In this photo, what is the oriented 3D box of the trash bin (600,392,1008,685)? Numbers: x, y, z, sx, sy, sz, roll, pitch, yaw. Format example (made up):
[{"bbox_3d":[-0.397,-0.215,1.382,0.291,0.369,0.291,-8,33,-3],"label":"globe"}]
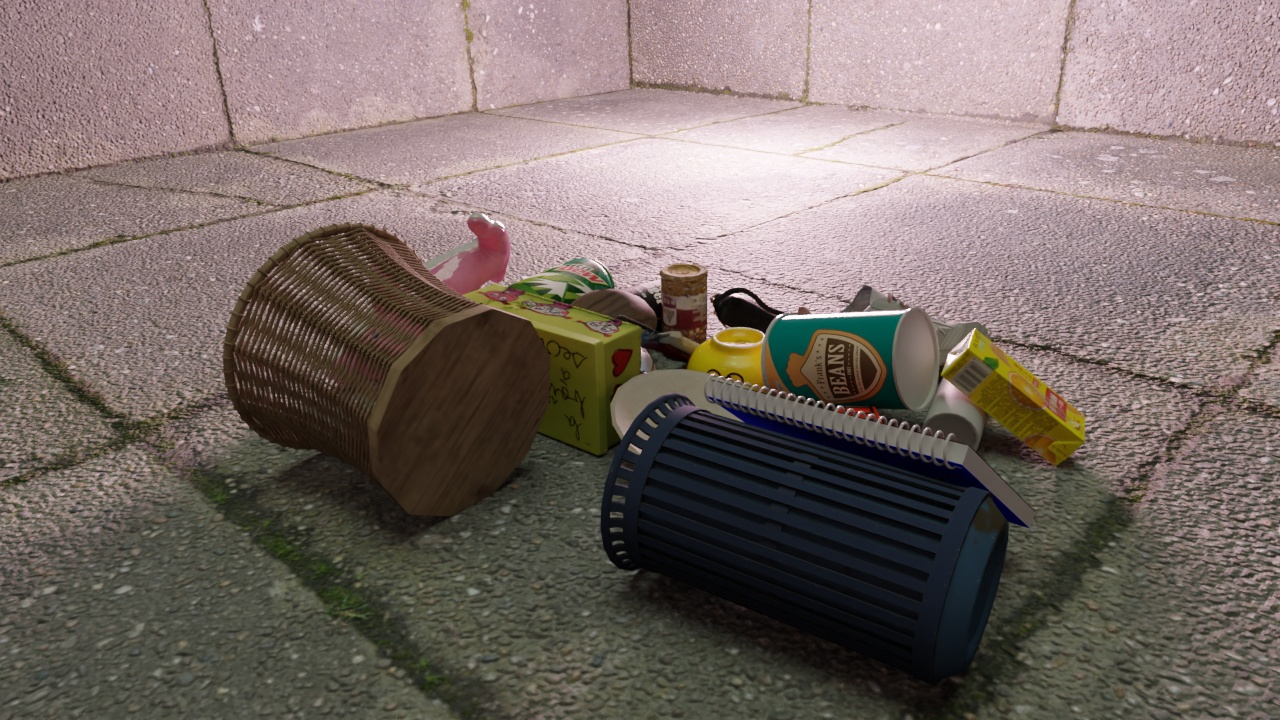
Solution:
[{"bbox_3d":[0.113,0.120,0.639,0.250,0.139,0.139,15,28,30],"label":"trash bin"}]

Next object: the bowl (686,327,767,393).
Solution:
[{"bbox_3d":[0.106,0.005,0.991,0.117,0.068,0.117,-2,23,1],"label":"bowl"}]

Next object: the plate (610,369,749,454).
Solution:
[{"bbox_3d":[0.062,0.072,0.850,0.188,0.027,0.188,12,31,-7],"label":"plate"}]

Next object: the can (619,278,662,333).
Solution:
[{"bbox_3d":[0.014,-0.063,1.149,0.128,0.072,0.072,-18,28,-34],"label":"can"}]

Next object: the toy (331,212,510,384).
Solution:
[{"bbox_3d":[-0.234,-0.049,1.065,0.128,0.187,0.265,40,73,15],"label":"toy"}]

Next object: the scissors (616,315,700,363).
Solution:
[{"bbox_3d":[0.019,-0.021,0.999,0.188,0.015,0.140,5,-17,-28],"label":"scissors"}]

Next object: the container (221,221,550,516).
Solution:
[{"bbox_3d":[-0.216,0.013,0.820,0.196,0.227,0.226,25,34,33],"label":"container"}]

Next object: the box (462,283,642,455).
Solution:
[{"bbox_3d":[-0.101,0.003,0.943,0.221,0.124,0.079,21,32,37],"label":"box"}]

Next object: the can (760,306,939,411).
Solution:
[{"bbox_3d":[0.208,0.000,0.914,0.144,0.099,0.099,-1,19,41],"label":"can"}]

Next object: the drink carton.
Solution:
[{"bbox_3d":[0.352,0.033,0.862,0.134,0.043,0.058,40,33,6],"label":"drink carton"}]

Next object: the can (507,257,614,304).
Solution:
[{"bbox_3d":[-0.104,-0.078,1.176,0.083,0.083,0.143,14,28,32],"label":"can"}]

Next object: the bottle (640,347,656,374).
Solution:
[{"bbox_3d":[-0.006,0.006,1.029,0.041,0.041,0.116,-6,24,-10],"label":"bottle"}]

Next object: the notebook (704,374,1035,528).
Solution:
[{"bbox_3d":[0.172,0.069,0.700,0.209,0.022,0.171,14,-13,42],"label":"notebook"}]

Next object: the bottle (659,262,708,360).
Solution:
[{"bbox_3d":[0.052,-0.058,1.093,0.056,0.105,0.056,-1,23,0],"label":"bottle"}]

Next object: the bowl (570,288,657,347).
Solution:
[{"bbox_3d":[-0.042,-0.050,1.041,0.119,0.032,0.119,-6,39,5],"label":"bowl"}]

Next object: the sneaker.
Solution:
[{"bbox_3d":[0.283,-0.041,1.037,0.236,0.089,0.099,-7,7,-10],"label":"sneaker"}]

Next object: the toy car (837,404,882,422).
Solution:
[{"bbox_3d":[0.203,0.077,0.841,0.051,0.049,0.100,0,24,2],"label":"toy car"}]

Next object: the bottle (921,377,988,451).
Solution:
[{"bbox_3d":[0.326,0.036,0.924,0.052,0.052,0.194,10,26,24],"label":"bottle"}]

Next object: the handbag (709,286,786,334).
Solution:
[{"bbox_3d":[0.138,-0.049,1.097,0.128,0.054,0.079,27,9,-18],"label":"handbag"}]
